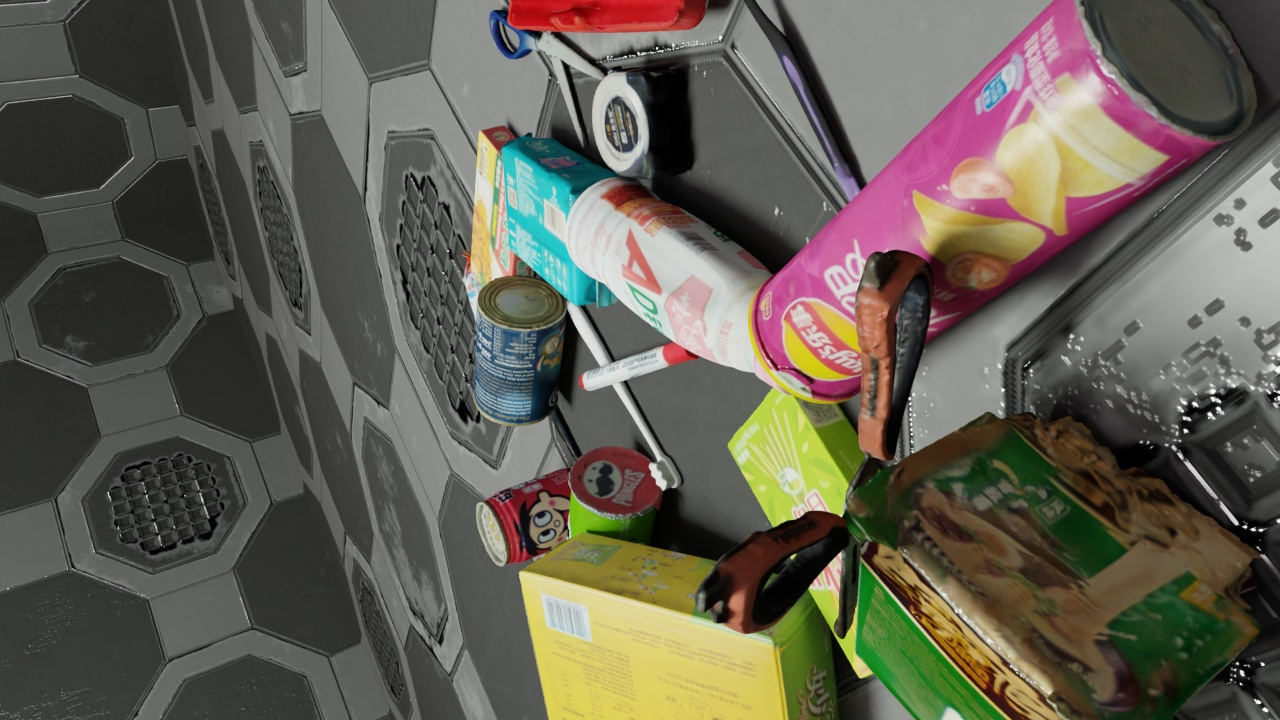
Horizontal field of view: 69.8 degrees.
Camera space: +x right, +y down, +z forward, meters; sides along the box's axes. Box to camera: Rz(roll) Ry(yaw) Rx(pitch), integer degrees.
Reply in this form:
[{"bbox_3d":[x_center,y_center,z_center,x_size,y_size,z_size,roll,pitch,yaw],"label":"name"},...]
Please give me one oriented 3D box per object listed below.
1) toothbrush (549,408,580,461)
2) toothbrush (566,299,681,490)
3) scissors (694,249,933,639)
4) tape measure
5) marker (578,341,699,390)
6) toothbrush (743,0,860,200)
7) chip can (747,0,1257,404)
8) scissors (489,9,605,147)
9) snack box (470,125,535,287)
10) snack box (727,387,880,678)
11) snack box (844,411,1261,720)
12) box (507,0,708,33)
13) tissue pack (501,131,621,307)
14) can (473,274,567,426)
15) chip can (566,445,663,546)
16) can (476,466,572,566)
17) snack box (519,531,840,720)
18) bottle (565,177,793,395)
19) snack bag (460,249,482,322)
[{"bbox_3d":[-0.066,0.078,0.828,0.181,0.018,0.016,61,153,23],"label":"toothbrush"},{"bbox_3d":[-0.018,0.023,0.709,0.180,0.016,0.016,60,142,23],"label":"toothbrush"},{"bbox_3d":[0.087,0.049,0.369,0.015,0.225,0.189,25,106,31],"label":"scissors"},{"bbox_3d":[0.000,-0.147,0.565,0.066,0.033,0.066,25,125,51],"label":"tape measure"},{"bbox_3d":[-0.004,0.004,0.657,0.146,0.017,0.017,-19,89,56],"label":"marker"},{"bbox_3d":[0.081,-0.136,0.452,0.189,0.016,0.014,65,160,8],"label":"toothbrush"},{"bbox_3d":[0.120,-0.054,0.361,0.071,0.071,0.211,65,151,14],"label":"chip can"},{"bbox_3d":[-0.071,-0.240,0.663,0.162,0.012,0.174,20,124,55],"label":"scissors"},{"bbox_3d":[-0.117,-0.116,0.796,0.077,0.027,0.156,52,146,31],"label":"snack box"},{"bbox_3d":[0.110,0.091,0.509,0.156,0.026,0.086,61,151,20],"label":"snack box"},{"bbox_3d":[0.147,0.102,0.358,0.118,0.117,0.106,46,146,36],"label":"snack box"},{"bbox_3d":[-0.022,-0.272,0.533,0.201,0.039,0.158,28,113,52],"label":"box"},{"bbox_3d":[-0.056,-0.105,0.670,0.133,0.050,0.093,40,140,46],"label":"tissue pack"},{"bbox_3d":[-0.104,-0.009,0.782,0.075,0.075,0.111,49,144,37],"label":"can"},{"bbox_3d":[-0.030,0.178,0.761,0.072,0.072,0.237,48,144,38],"label":"chip can"},{"bbox_3d":[-0.094,0.141,0.828,0.066,0.093,0.067,38,137,47],"label":"can"},{"bbox_3d":[0.025,0.214,0.615,0.210,0.069,0.158,3,109,38],"label":"snack box"},{"bbox_3d":[0.031,-0.044,0.533,0.197,0.068,0.068,40,138,43],"label":"bottle"},{"bbox_3d":[-0.153,-0.058,0.895,0.048,0.026,0.104,179,76,-73],"label":"snack bag"}]
